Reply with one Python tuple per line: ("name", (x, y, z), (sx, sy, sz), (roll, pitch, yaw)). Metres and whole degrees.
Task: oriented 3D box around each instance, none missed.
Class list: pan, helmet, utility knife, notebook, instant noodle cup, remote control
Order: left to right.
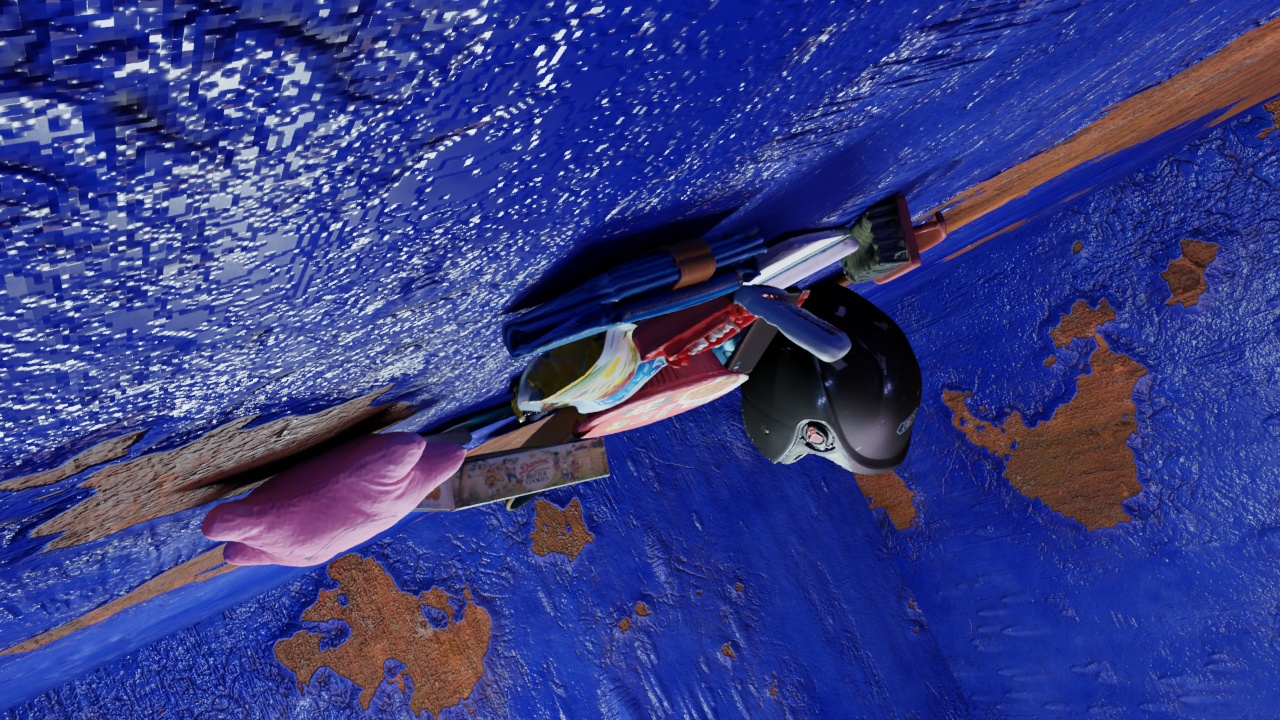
("remote control", (-0.208, 0.087, 0.875), (0.049, 0.024, 0.124), (-26, 175, 15))
("utility knife", (-0.142, 0.054, 0.923), (0.029, 0.013, 0.179), (-30, 173, 26))
("pan", (-0.042, 0.076, 1.220), (0.357, 0.078, 0.198), (-43, 172, -7))
("instant noodle cup", (0.012, 0.023, 0.972), (0.194, 0.066, 0.194), (-17, 169, -4))
("notebook", (0.074, -0.061, 0.814), (0.210, 0.012, 0.150), (-28, 176, 31))
("helmet", (0.279, 0.026, 1.298), (0.232, 0.275, 0.231), (-35, 154, -37))

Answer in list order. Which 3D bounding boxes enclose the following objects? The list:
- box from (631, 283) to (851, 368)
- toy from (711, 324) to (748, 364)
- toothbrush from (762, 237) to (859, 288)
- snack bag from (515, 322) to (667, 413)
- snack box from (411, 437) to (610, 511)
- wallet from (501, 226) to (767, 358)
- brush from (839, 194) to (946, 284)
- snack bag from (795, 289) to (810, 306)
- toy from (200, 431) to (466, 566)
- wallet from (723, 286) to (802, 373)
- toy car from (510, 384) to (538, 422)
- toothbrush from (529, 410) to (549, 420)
("box", (0.083, -0.028, 0.685), (0.155, 0.073, 0.201), (0, -176, 15))
("toy", (0.088, 0.003, 1.152), (0.156, 0.050, 0.161), (-37, 164, -7))
("toothbrush", (0.120, -0.065, 0.854), (0.190, 0.029, 0.021), (-29, 139, 32))
("snack bag", (-0.026, 0.009, 0.763), (0.110, 0.039, 0.190), (-45, 163, 12))
("snack box", (-0.156, 0.119, 0.957), (0.182, 0.046, 0.178), (-7, 177, -37))
("wallet", (-0.002, -0.040, 0.531), (0.132, 0.040, 0.107), (-23, -177, -42))
("brush", (0.229, -0.105, 0.839), (0.069, 0.063, 0.146), (-12, 176, 0))
("snack bag", (0.167, -0.061, 1.171), (0.048, 0.026, 0.104), (-5, 163, -43))
("toy", (-0.221, 0.105, 0.694), (0.194, 0.074, 0.179), (-23, 166, -20))
("wallet", (0.143, -0.035, 1.096), (0.122, 0.020, 0.096), (-60, 161, 20))
("toy car", (-0.095, 0.032, 0.828), (0.048, 0.032, 0.105), (-25, -179, -9))
("toothbrush", (-0.015, 0.006, 0.880), (0.225, 0.026, 0.027), (-26, -156, 20))
